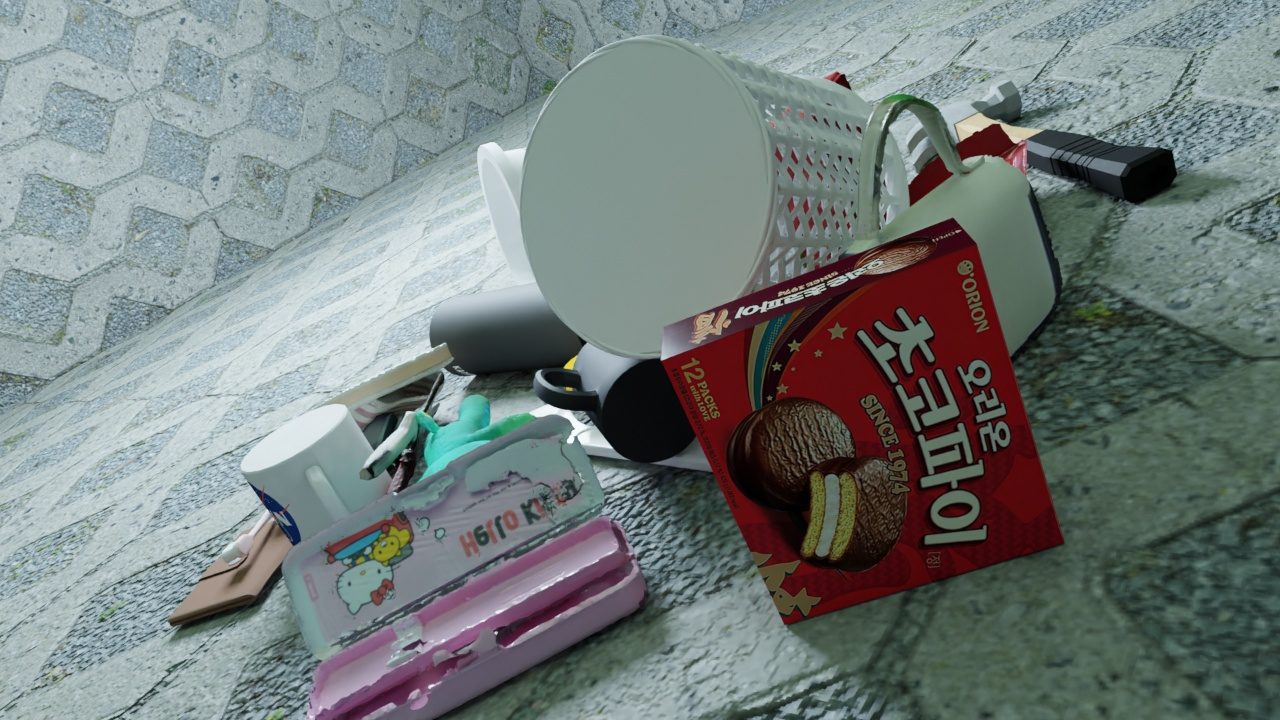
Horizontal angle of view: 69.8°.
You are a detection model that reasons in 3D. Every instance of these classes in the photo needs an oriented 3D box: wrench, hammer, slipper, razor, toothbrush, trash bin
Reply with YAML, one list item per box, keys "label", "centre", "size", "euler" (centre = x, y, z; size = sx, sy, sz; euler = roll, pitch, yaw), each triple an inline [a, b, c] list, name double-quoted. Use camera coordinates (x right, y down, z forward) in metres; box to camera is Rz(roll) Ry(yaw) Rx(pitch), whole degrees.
- label: "wrench"
  centre: [-0.007, 0.059, 0.654]
  size: [0.274, 0.018, 0.066]
  euler: [0, 33, 45]
- label: "hammer"
  centre: [0.344, -0.191, 0.811]
  size: [0.131, 0.039, 0.328]
  euler: [-26, 22, 2]
- label: "slipper"
  centre: [-0.273, 0.054, 0.889]
  size: [0.264, 0.052, 0.114]
  euler: [-26, 4, 35]
- label: "razor"
  centre: [-0.261, 0.089, 0.807]
  size: [0.142, 0.047, 0.052]
  euler: [-23, 62, -11]
- label: "toothbrush"
  centre: [-0.326, 0.131, 0.814]
  size: [0.018, 0.016, 0.181]
  euler: [-28, 15, 7]
- label: "trash bin"
  centre: [-0.051, -0.171, 1.018]
  size: [0.199, 0.195, 0.195]
  euler: [-21, 20, -14]

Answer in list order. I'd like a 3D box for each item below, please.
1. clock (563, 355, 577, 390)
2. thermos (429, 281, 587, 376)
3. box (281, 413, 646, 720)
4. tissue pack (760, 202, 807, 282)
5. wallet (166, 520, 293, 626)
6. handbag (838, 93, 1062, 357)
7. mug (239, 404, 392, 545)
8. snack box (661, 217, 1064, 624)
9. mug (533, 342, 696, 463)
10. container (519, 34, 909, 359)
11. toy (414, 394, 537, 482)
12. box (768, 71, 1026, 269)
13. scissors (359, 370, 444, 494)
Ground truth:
- label: "clock"
  centre: [-0.004, 0.004, 0.724]
  size: [0.129, 0.044, 0.099]
  euler: [-17, 19, -1]
- label: "thermos"
  centre: [-0.092, -0.033, 0.863]
  size: [0.241, 0.082, 0.082]
  euler: [-6, 29, 40]
- label: "box"
  centre: [-0.104, 0.133, 0.539]
  size: [0.201, 0.067, 0.153]
  euler: [-27, 42, -3]
- label: "tissue pack"
  centre: [0.094, -0.122, 0.833]
  size: [0.142, 0.120, 0.197]
  euler: [-14, 18, 29]
- label: "wallet"
  centre: [-0.323, 0.166, 0.755]
  size: [0.087, 0.013, 0.120]
  euler: [-19, 21, 15]
- label: "handbag"
  centre: [0.167, -0.073, 0.548]
  size: [0.151, 0.176, 0.074]
  euler: [-38, 25, -28]
- label: "mug"
  centre: [-0.246, 0.100, 0.720]
  size: [0.091, 0.090, 0.121]
  euler: [-33, 23, -18]
- label: "snack box"
  centre: [0.100, 0.033, 0.414]
  size: [0.133, 0.152, 0.035]
  euler: [-20, 23, 13]
- label: "mug"
  centre: [-0.019, 0.021, 0.612]
  size: [0.105, 0.071, 0.077]
  euler: [4, 16, -20]
- label: "container"
  centre: [0.051, -0.100, 0.599]
  size: [0.190, 0.189, 0.186]
  euler: [-7, 1, 37]
- label: "toy"
  centre: [-0.136, 0.076, 0.674]
  size: [0.130, 0.072, 0.193]
  euler: [-41, 23, 2]
- label: "box"
  centre: [0.187, -0.161, 0.730]
  size: [0.157, 0.170, 0.156]
  euler: [-42, 9, 35]
- label: "scissors"
  centre: [-0.187, 0.076, 0.723]
  size: [0.015, 0.184, 0.179]
  euler: [9, -15, 1]
